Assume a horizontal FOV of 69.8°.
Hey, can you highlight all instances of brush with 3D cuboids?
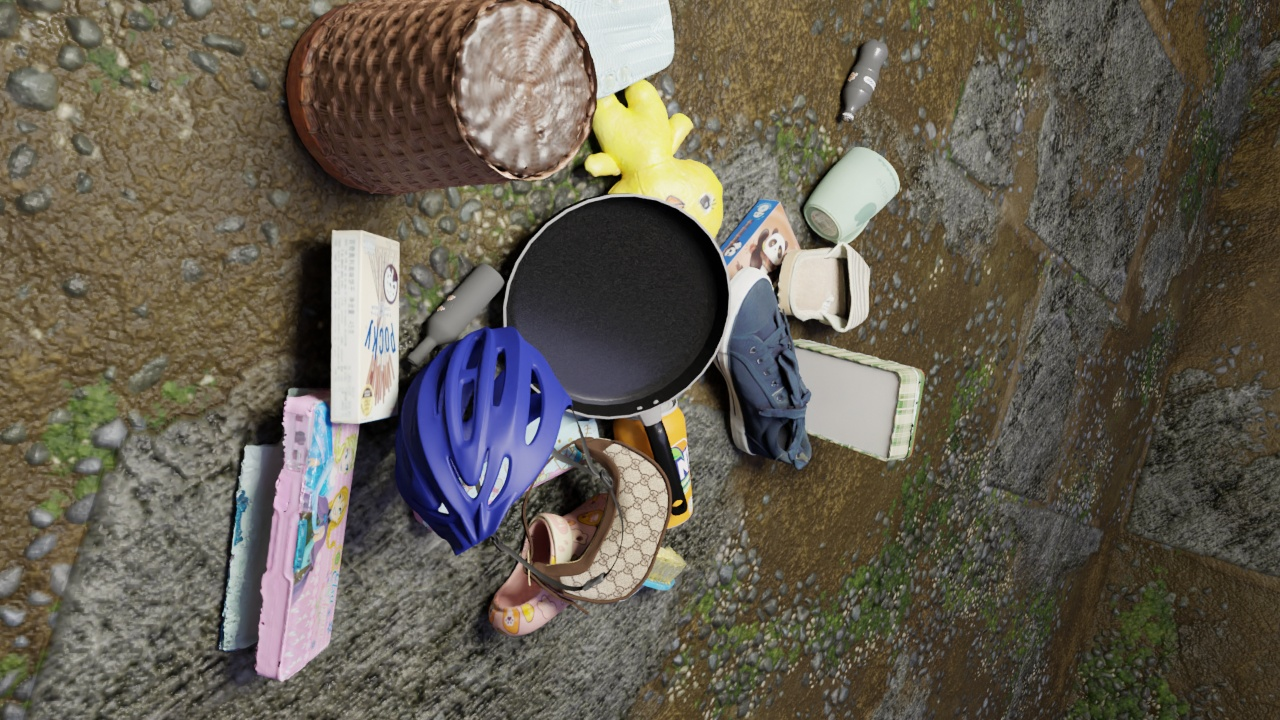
[{"bbox_3d":[-0.008,0.242,1.058,0.075,0.055,0.135,-51,136,9],"label":"brush"}]

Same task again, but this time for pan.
[{"bbox_3d":[-0.006,0.006,0.919,0.225,0.034,0.357,-20,115,-8],"label":"pan"}]

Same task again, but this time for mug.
[{"bbox_3d":[0.269,-0.199,1.184,0.104,0.084,0.111,-45,144,-14],"label":"mug"}]

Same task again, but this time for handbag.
[{"bbox_3d":[-0.048,0.158,0.898,0.138,0.063,0.166,21,83,-3],"label":"handbag"}]

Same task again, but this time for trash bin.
[{"bbox_3d":[-0.146,-0.192,0.679,0.151,0.210,0.151,-15,112,-41],"label":"trash bin"}]

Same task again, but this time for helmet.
[{"bbox_3d":[-0.107,0.089,0.796,0.148,0.241,0.227,-33,117,20],"label":"helmet"}]

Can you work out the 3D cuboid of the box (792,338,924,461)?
[{"bbox_3d":[0.252,0.046,1.147,0.050,0.206,0.118,-4,103,-36],"label":"box"}]

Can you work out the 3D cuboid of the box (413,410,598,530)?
[{"bbox_3d":[-0.128,0.095,0.906,0.213,0.036,0.076,-23,117,-38],"label":"box"}]

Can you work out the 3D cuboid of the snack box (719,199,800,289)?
[{"bbox_3d":[0.130,-0.112,1.102,0.151,0.034,0.087,-51,132,-20],"label":"snack box"}]

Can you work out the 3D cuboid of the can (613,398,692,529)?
[{"bbox_3d":[0.014,0.113,1.020,0.078,0.079,0.142,-25,118,-38],"label":"can"}]

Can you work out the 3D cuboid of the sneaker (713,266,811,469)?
[{"bbox_3d":[0.160,0.024,1.073,0.120,0.127,0.295,-45,139,-28],"label":"sneaker"}]

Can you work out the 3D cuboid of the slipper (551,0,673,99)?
[{"bbox_3d":[-0.046,-0.298,0.850,0.244,0.074,0.104,-34,124,-53],"label":"slipper"}]

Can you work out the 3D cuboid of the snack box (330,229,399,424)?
[{"bbox_3d":[-0.221,-0.026,0.739,0.082,0.026,0.150,-22,113,-84],"label":"snack box"}]

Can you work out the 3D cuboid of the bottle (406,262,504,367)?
[{"bbox_3d":[-0.170,-0.039,0.829,0.112,0.030,0.030,-52,132,-21],"label":"bottle"}]

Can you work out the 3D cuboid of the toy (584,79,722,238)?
[{"bbox_3d":[0.011,-0.178,0.929,0.133,0.092,0.208,-24,111,-17],"label":"toy"}]

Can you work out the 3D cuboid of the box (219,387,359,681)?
[{"bbox_3d":[-0.291,0.136,0.756,0.084,0.077,0.230,-31,131,-80],"label":"box"}]

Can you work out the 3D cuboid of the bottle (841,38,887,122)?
[{"bbox_3d":[0.285,-0.358,1.180,0.036,0.036,0.110,29,81,-45],"label":"bottle"}]

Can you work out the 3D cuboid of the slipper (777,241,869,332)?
[{"bbox_3d":[0.246,-0.093,1.175,0.272,0.054,0.114,0,90,-57],"label":"slipper"}]

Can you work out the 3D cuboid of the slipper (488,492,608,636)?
[{"bbox_3d":[-0.083,0.196,0.947,0.196,0.093,0.081,-41,116,-28],"label":"slipper"}]
